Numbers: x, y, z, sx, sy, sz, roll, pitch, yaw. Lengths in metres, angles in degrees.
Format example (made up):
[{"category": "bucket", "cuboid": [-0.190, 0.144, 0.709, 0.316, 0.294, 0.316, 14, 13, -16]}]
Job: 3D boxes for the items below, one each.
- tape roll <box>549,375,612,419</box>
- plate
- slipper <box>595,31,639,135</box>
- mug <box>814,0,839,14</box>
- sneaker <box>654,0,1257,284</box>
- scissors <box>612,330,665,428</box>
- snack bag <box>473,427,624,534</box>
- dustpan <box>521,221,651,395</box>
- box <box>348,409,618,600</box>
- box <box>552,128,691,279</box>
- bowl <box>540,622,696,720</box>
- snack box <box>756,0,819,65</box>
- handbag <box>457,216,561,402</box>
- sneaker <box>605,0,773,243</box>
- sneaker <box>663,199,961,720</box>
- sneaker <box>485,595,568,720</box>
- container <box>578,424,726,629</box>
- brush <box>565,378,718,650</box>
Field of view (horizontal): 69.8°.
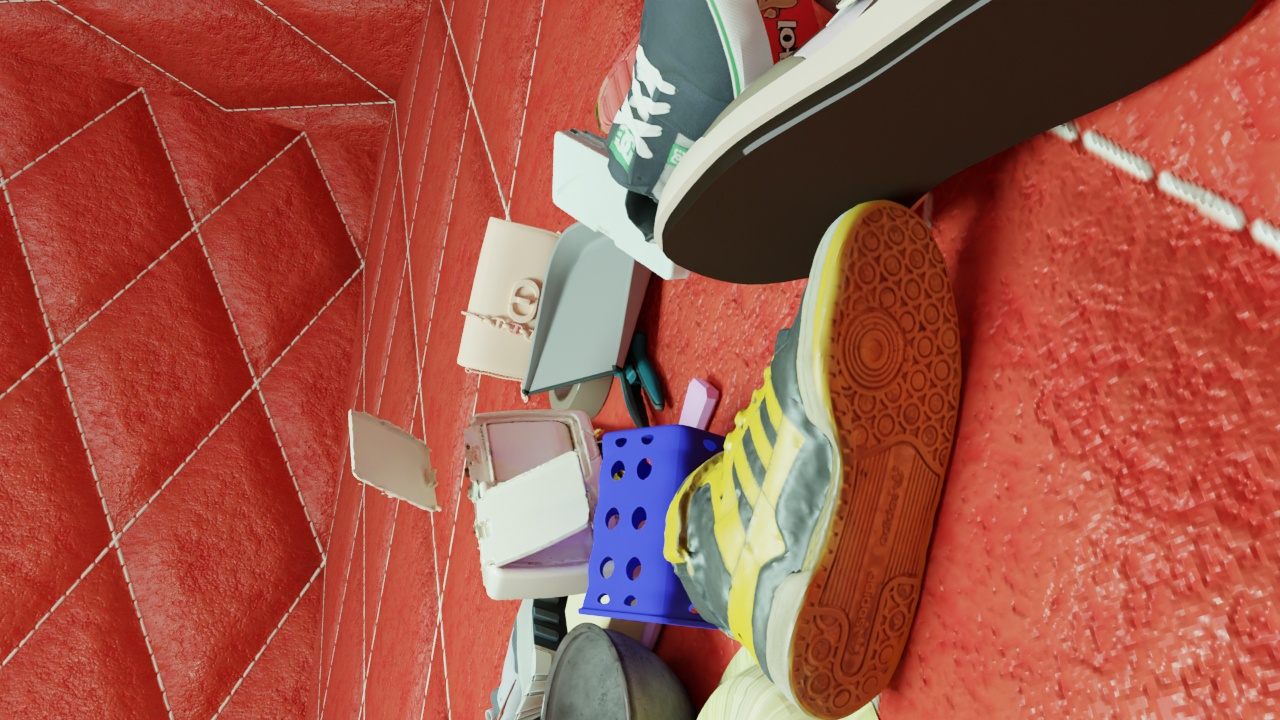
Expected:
[{"category": "tape roll", "cuboid": [-0.056, 0.008, 0.869, 0.094, 0.030, 0.093, 11, 90, 67]}, {"category": "plate", "cuboid": [0.061, 0.235, 0.487, 0.184, 0.036, 0.184, 11, 90, 67]}, {"category": "slipper", "cuboid": [0.059, -0.261, 0.697, 0.249, 0.059, 0.103, -45, 41, 30]}, {"category": "mug", "cuboid": [0.124, -0.205, 0.484, 0.071, 0.089, 0.107, 129, 145, -47]}, {"category": "sneaker", "cuboid": [0.110, -0.141, 0.422, 0.295, 0.111, 0.116, -33, 47, 47]}, {"category": "scissors", "cuboid": [-0.001, 0.003, 0.764, 0.135, 0.019, 0.130, -15, 57, 56]}, {"category": "snack bag", "cuboid": [-0.078, 0.115, 0.822, 0.138, 0.066, 0.208, -61, 18, -14]}, {"category": "dustpan", "cuboid": [-0.038, -0.100, 0.839, 0.164, 0.033, 0.257, -15, 53, 54]}, {"category": "box", "cuboid": [-0.104, 0.084, 0.624, 0.081, 0.181, 0.143, 107, 153, -43]}, {"category": "box", "cuboid": [-0.010, -0.128, 0.714, 0.072, 0.086, 0.199, -40, 39, -10]}, {"category": "bowl", "cuboid": [-0.010, 0.248, 0.601, 0.145, 0.067, 0.144, -35, 50, 57]}, {"category": "snack box", "cuboid": [0.067, -0.160, 0.547, 0.152, 0.035, 0.132, 67, 171, -26]}, {"category": "handbag", "cuboid": [-0.142, -0.055, 0.984, 0.187, 0.116, 0.199, -160, 82, -67]}, {"category": "sneaker", "cuboid": [0.017, -0.140, 0.509, 0.084, 0.079, 0.236, 60, 171, 25]}, {"category": "sneaker", "cuboid": [0.081, 0.042, 0.465, 0.122, 0.086, 0.238, 12, 94, 63]}, {"category": "sneaker", "cuboid": [-0.080, 0.291, 0.739, 0.125, 0.088, 0.239, 128, 154, -54]}, {"category": "container", "cuboid": [0.021, 0.104, 0.568, 0.085, 0.085, 0.113, -11, 67, 48]}, {"category": "brush", "cuboid": [0.001, 0.119, 0.671, 0.089, 0.043, 0.229, -134, 59, -63]}]
